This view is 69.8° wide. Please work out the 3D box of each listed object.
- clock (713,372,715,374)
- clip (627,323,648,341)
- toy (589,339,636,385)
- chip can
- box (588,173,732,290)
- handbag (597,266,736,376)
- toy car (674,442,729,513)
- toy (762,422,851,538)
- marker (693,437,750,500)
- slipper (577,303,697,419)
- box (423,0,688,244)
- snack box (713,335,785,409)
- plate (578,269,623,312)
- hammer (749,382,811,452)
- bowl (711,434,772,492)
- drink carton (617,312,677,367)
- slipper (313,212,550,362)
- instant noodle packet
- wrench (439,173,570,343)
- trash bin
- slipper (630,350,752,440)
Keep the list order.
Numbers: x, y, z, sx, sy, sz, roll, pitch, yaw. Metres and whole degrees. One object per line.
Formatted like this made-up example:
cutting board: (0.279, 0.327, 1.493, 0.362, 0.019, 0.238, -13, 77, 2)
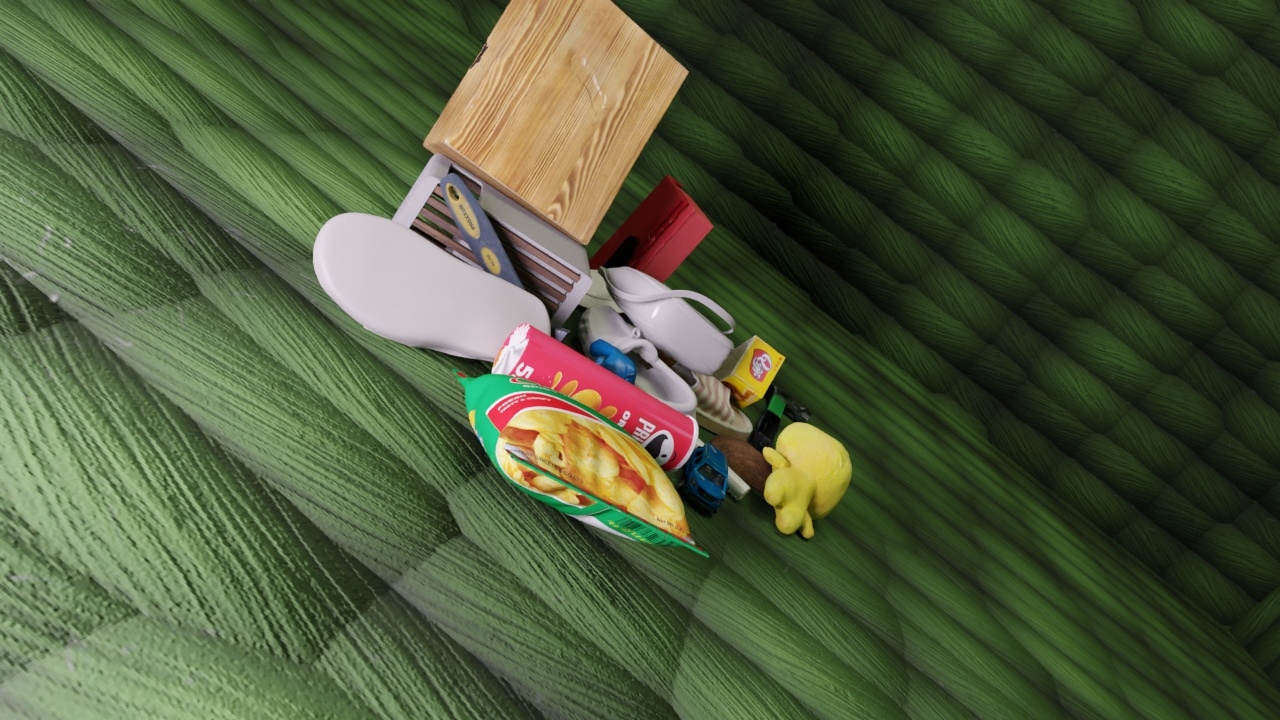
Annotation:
clock: (0.130, 0.016, 1.527, 0.122, 0.035, 0.094, 20, 24, -49)
clip: (-0.027, -0.031, 1.346, 0.102, 0.052, 0.058, 27, -9, -31)
toy: (-0.036, 0.038, 1.056, 0.113, 0.071, 0.176, 53, 26, -26)
chip can: (-0.045, 0.042, 0.955, 0.220, 0.069, 0.069, 31, 18, -26)
box: (0.038, -0.180, 1.569, 0.153, 0.214, 0.164, 35, 17, -32)
handbag: (0.021, -0.082, 1.299, 0.215, 0.095, 0.222, 36, 3, -39)
toy car: (0.077, 0.135, 1.082, 0.056, 0.044, 0.120, 36, 17, -5)
toy: (0.216, 0.157, 1.216, 0.207, 0.092, 0.134, -31, 102, -49)
marker: (0.083, 0.122, 1.158, 0.133, 0.027, 0.023, 43, 43, 18)
slipper: (-0.007, 0.007, 1.179, 0.112, 0.075, 0.246, 6, 34, -40)
box: (-0.135, -0.329, 1.294, 0.286, 0.279, 0.335, 33, -9, -28)
snack box: (0.159, 0.022, 1.408, 0.061, 0.083, 0.106, 36, -25, -7)
plate: (-0.058, -0.112, 1.419, 0.134, 0.011, 0.134, 10, 31, -6)
hammer: (0.215, 0.093, 1.509, 0.130, 0.032, 0.318, 40, 17, 4)
bowl: (0.150, 0.135, 1.262, 0.114, 0.026, 0.101, 43, 17, 17)
drink carton: (0.022, -0.047, 1.447, 0.125, 0.048, 0.076, 45, 18, 24)
slipper: (-0.217, -0.058, 0.941, 0.265, 0.081, 0.112, 20, 68, -37)
instant noodle packet: (-0.063, 0.085, 0.823, 0.195, 0.090, 0.253, 31, 2, -26)
wrench: (-0.149, -0.085, 1.024, 0.273, 0.073, 0.022, 61, 17, -2)
trash bin: (-0.186, -0.133, 1.126, 0.228, 0.115, 0.114, 32, 18, -20)
slipper: (0.063, 0.032, 1.315, 0.263, 0.052, 0.115, 30, 19, -24)
